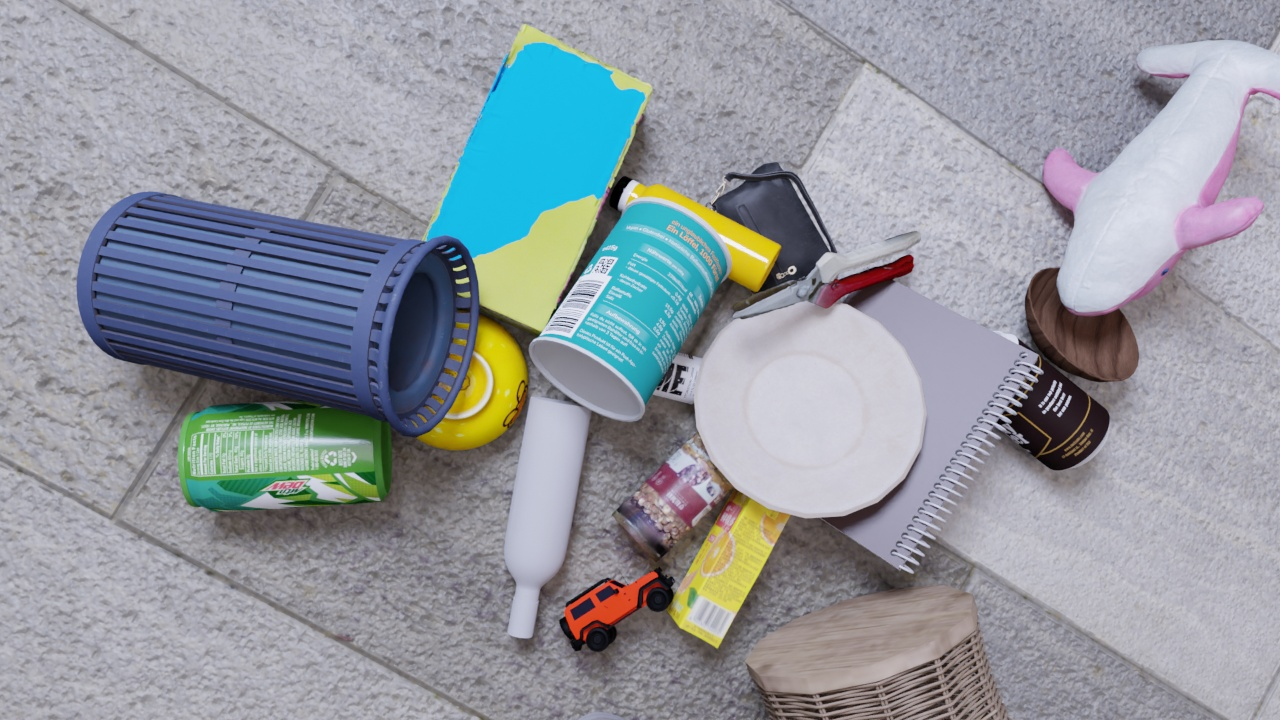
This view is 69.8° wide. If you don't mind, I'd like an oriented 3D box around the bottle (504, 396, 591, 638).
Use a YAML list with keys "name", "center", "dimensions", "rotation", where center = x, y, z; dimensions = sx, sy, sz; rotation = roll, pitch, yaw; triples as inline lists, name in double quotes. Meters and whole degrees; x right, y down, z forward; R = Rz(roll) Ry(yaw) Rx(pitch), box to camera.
- name: "bottle"
  center: [-0.083, 0.130, 0.760]
  dimensions: [0.052, 0.052, 0.195]
  rotation: [10, 90, -9]

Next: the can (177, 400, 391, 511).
- name: "can"
  center: [-0.271, 0.073, 0.713]
  dimensions: [0.144, 0.083, 0.083]
  rotation: [-2, 91, -9]

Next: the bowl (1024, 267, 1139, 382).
- name: "bowl"
  center: [0.387, -0.026, 0.824]
  dimensions: [0.119, 0.032, 0.119]
  rotation: [13, 55, -19]

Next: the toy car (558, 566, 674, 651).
- name: "toy car"
  center: [-0.019, 0.204, 0.770]
  dimensions: [0.100, 0.051, 0.049]
  rotation: [-33, 78, 0]

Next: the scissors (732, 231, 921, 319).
- name: "scissors"
  center: [0.157, -0.062, 0.760]
  dimensions: [0.188, 0.015, 0.140]
  rotation: [-44, 135, -4]

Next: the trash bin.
- name: "trash bin"
  center: [-0.258, -0.040, 0.655]
  dimensions: [0.250, 0.139, 0.139]
  rotation: [12, 89, 12]

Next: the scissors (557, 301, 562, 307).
- name: "scissors"
  center: [0.002, -0.059, 0.792]
  dimensions: [0.118, 0.015, 0.139]
  rotation: [35, 92, -7]

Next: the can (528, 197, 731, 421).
- name: "can"
  center: [-0.006, -0.040, 0.713]
  dimensions: [0.099, 0.099, 0.143]
  rotation: [35, 67, -8]

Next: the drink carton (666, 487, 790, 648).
- name: "drink carton"
  center: [0.075, 0.169, 0.782]
  dimensions: [0.043, 0.058, 0.134]
  rotation: [31, 85, -8]

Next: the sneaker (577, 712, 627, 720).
- name: "sneaker"
  center: [0.044, 0.377, 0.765]
  dimensions: [0.236, 0.089, 0.099]
  rotation: [26, 87, -8]

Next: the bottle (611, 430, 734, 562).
- name: "bottle"
  center: [0.032, 0.114, 0.775]
  dimensions: [0.105, 0.056, 0.056]
  rotation: [-43, 97, -6]

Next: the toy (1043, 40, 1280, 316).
- name: "toy"
  center: [0.460, -0.148, 0.808]
  dimensions: [0.127, 0.187, 0.266]
  rotation: [24, 98, -46]

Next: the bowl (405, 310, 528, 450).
- name: "bowl"
  center: [-0.148, 0.017, 0.740]
  dimensions: [0.117, 0.068, 0.117]
  rotation: [0, 91, -9]

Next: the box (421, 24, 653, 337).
- name: "box"
  center: [-0.087, -0.142, 0.744]
  dimensions: [0.124, 0.079, 0.221]
  rotation: [23, 86, -8]

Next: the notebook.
- name: "notebook"
  center: [0.210, 0.046, 0.778]
  dimensions: [0.172, 0.022, 0.209]
  rotation: [33, 86, 24]

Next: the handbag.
- name: "handbag"
  center: [0.111, -0.107, 0.786]
  dimensions: [0.079, 0.054, 0.128]
  rotation: [-31, 98, -3]

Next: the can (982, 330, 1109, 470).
- name: "can"
  center: [0.346, 0.036, 0.815]
  dimensions: [0.128, 0.072, 0.072]
  rotation: [37, 85, -8]

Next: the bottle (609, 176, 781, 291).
- name: "bottle"
  center: [0.043, -0.108, 0.758]
  dimensions: [0.144, 0.043, 0.043]
  rotation: [29, 86, 8]

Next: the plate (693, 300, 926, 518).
- name: "plate"
  center: [0.139, 0.038, 0.761]
  dimensions: [0.189, 0.027, 0.188]
  rotation: [0, 70, 0]

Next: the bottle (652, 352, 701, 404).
- name: "bottle"
  center: [-0.005, 0.005, 0.775]
  dimensions: [0.116, 0.041, 0.041]
  rotation: [14, 89, -9]

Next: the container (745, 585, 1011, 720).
- name: "container"
  center: [0.204, 0.308, 0.731]
  dimensions: [0.226, 0.227, 0.196]
  rotation: [-18, 87, -8]
